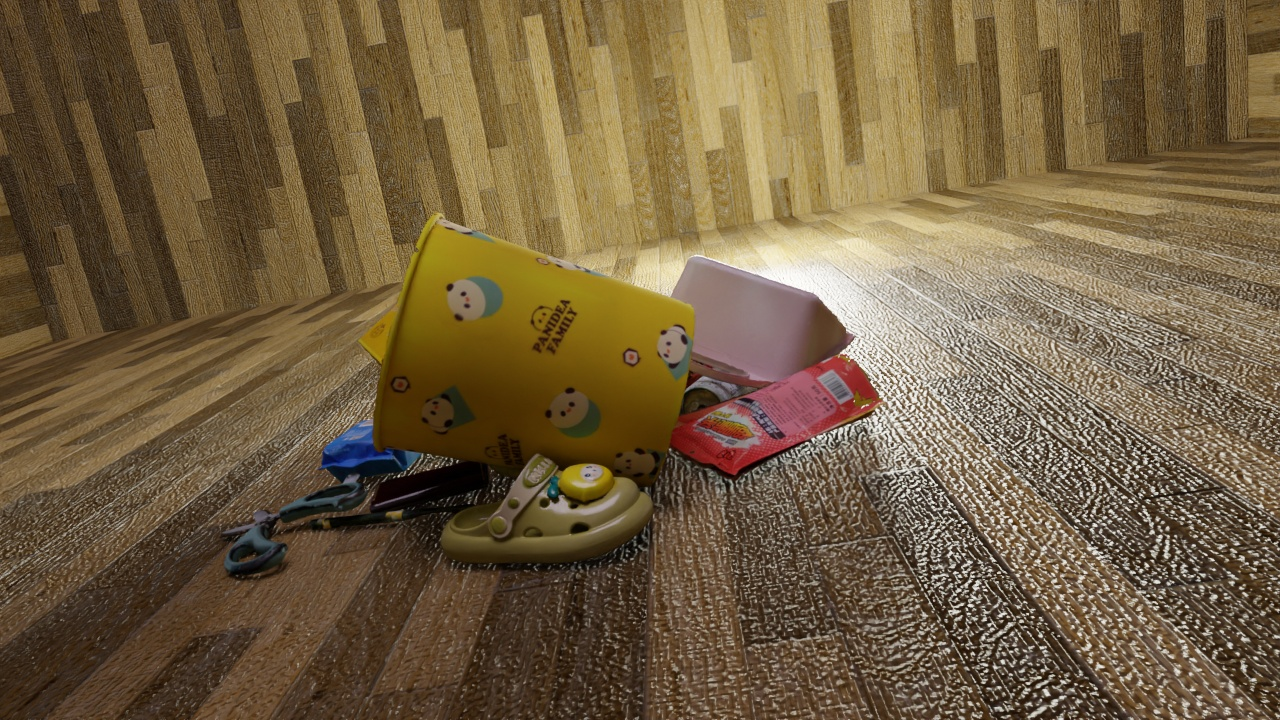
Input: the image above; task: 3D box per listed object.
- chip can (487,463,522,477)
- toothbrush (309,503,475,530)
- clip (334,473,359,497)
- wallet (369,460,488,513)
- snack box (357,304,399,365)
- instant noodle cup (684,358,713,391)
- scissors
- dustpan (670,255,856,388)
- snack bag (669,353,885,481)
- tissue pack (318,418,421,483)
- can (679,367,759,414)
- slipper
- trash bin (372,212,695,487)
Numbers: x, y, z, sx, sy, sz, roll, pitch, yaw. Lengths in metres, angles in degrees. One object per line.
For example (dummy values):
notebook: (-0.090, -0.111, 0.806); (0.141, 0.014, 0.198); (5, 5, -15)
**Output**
chip can: (-0.140, 0.067, 1.069); (0.072, 0.072, 0.221); (-11, 14, -3)
toothbrush: (-0.245, 0.157, 0.904); (0.186, 0.017, 0.012); (-8, 16, 17)
clip: (-0.319, 0.146, 0.998); (0.025, 0.029, 0.057); (-10, 23, 12)
wallet: (-0.224, 0.131, 0.981); (0.122, 0.020, 0.096); (-13, 9, -9)
snack box: (-0.237, -0.023, 1.134); (0.157, 0.070, 0.210); (-45, 41, -11)
instant noodle cup: (-0.007, 0.007, 1.117); (0.164, 0.079, 0.188); (30, 37, 28)
scissors: (-0.360, 0.169, 0.901); (0.173, 0.019, 0.178); (-15, 19, 15)
dustpan: (0.125, -0.028, 1.128); (0.223, 0.138, 0.273); (20, -3, 22)
snack bag: (0.135, 0.059, 0.933); (0.207, 0.073, 0.128); (-21, 28, -21)
tissue pack: (-0.306, 0.102, 1.082); (0.095, 0.052, 0.157); (-10, 11, 7)
can: (0.098, 0.034, 1.059); (0.058, 0.058, 0.146); (-3, 15, 28)
slipper: (-0.087, 0.124, 0.780); (0.191, 0.081, 0.091); (-9, 16, 15)
trash bin: (-0.095, 0.003, 0.870); (0.255, 0.230, 0.229); (14, 12, -6)
